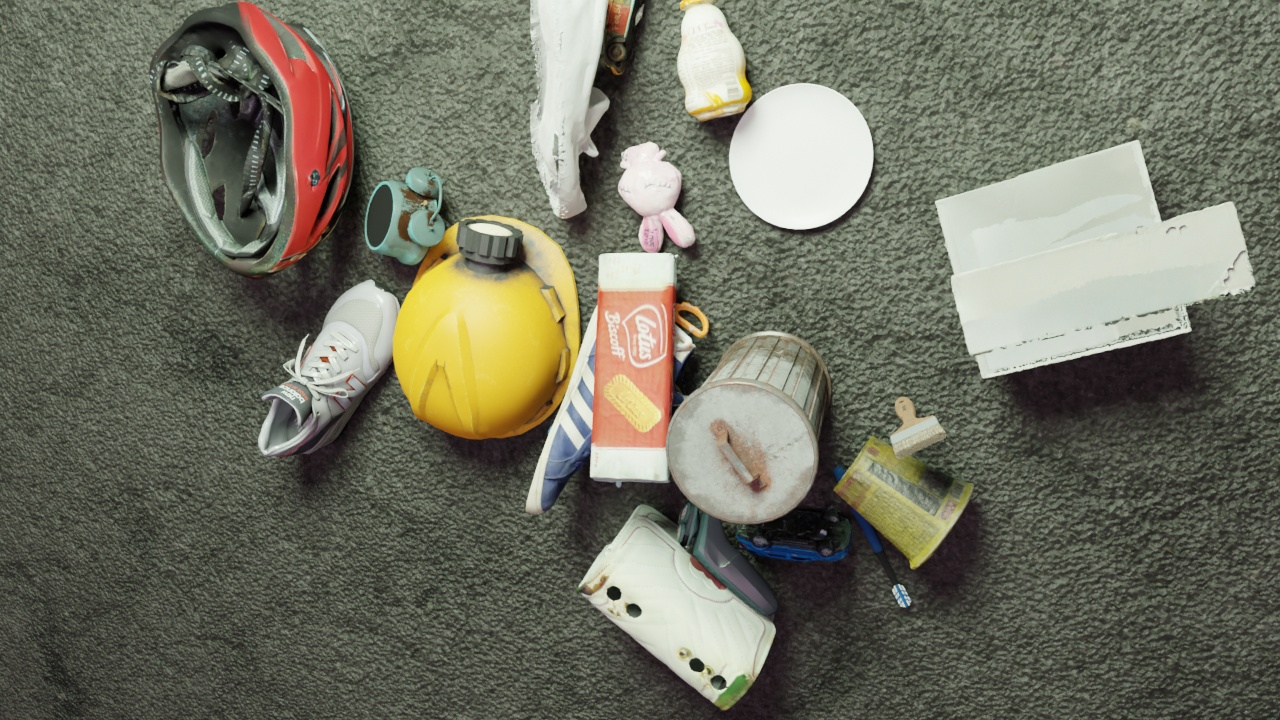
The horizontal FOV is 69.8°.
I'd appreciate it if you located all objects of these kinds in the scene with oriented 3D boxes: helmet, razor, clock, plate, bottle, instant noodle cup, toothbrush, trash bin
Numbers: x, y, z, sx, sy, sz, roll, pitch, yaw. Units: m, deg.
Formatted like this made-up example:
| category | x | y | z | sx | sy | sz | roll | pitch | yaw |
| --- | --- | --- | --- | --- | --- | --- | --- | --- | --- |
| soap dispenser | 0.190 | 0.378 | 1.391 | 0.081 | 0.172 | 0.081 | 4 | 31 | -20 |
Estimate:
| category | x | y | z | sx | sy | sz | roll | pitch | yaw |
| --- | --- | --- | --- | --- | --- | --- | --- | --- | --- |
| helmet | -0.178 | -0.016 | 0.964 | 0.205 | 0.131 | 0.256 | 17 | 111 | 11 |
| razor | 0.091 | 0.208 | 0.959 | 0.052 | 0.047 | 0.143 | -42 | 82 | -20 |
| clock | -0.243 | -0.152 | 0.959 | 0.125 | 0.053 | 0.090 | -27 | 64 | 46 |
| plate | 0.152 | -0.193 | 0.874 | 0.135 | 0.011 | 0.135 | 5 | 107 | 15 |
| bottle | 0.064 | -0.280 | 0.848 | 0.063 | 0.063 | 0.108 | -9 | 102 | 19 |
| helmet | -0.391 | -0.222 | 0.944 | 0.218 | 0.166 | 0.272 | 4 | 102 | 31 |
| instant noodle cup | 0.254 | 0.133 | 0.902 | 0.108 | 0.102 | 0.102 | 35 | 113 | 14 |
| toothbrush | 0.242 | 0.184 | 0.959 | 0.014 | 0.014 | 0.168 | -27 | 98 | 11 |
| trash bin | 0.108 | 0.056 | 0.854 | 0.131 | 0.210 | 0.131 | 5 | 107 | 15 |

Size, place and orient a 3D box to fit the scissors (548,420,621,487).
| category | x | y | z | sx | sy | sz | roll | pitch | yaw |
| --- | --- | --- | --- | --- | --- | --- | --- | --- | --- |
| scissors | -0.036 | 0.073 | 1.012 | 0.135 | 0.015 | 0.135 | 13 | 109 | 9 |

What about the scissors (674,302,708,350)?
| category | x | y | z | sx | sy | sz | roll | pitch | yaw |
| --- | --- | --- | --- | --- | --- | --- | --- | --- | --- |
| scissors | 0.008 | -0.056 | 0.937 | 0.130 | 0.070 | 0.013 | 36 | 141 | 13 |

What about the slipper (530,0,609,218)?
| category | x | y | z | sx | sy | sz | roll | pitch | yaw |
| --- | --- | --- | --- | --- | --- | --- | --- | --- | --- |
| slipper | -0.066 | -0.248 | 0.865 | 0.074 | 0.112 | 0.247 | -1 | 129 | -9 |

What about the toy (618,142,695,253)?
| category | x | y | z | sx | sy | sz | roll | pitch | yaw |
| --- | --- | --- | --- | --- | --- | --- | --- | --- | --- |
| toy | 0.013 | -0.160 | 0.908 | 0.064 | 0.047 | 0.110 | -14 | 105 | 29 |

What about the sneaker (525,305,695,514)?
| category | x | y | z | sx | sy | sz | roll | pitch | yaw |
| --- | --- | --- | --- | --- | --- | --- | --- | --- | --- |
| sneaker | -0.022 | 0.066 | 0.947 | 0.118 | 0.091 | 0.233 | 19 | 85 | 6 |

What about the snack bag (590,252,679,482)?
| category | x | y | z | sx | sy | sz | roll | pitch | yaw |
| --- | --- | --- | --- | --- | --- | --- | --- | --- | --- |
| snack bag | -0.005 | 0.005 | 0.887 | 0.077 | 0.041 | 0.225 | 1 | 83 | 9 |

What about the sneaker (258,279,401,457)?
| category | x | y | z | sx | sy | sz | roll | pitch | yaw |
| --- | --- | --- | --- | --- | --- | --- | --- | --- | --- |
| sneaker | -0.358 | 0.024 | 1.032 | 0.089 | 0.124 | 0.240 | 34 | 113 | 5 |

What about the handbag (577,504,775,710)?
| category | x | y | z | sx | sy | sz | roll | pitch | yaw |
| --- | --- | --- | --- | --- | --- | --- | --- | --- | --- |
| handbag | 0.041 | 0.257 | 0.974 | 0.198 | 0.141 | 0.096 | 40 | 111 | 1 |

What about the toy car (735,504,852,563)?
| category | x | y | z | sx | sy | sz | roll | pitch | yaw |
| --- | --- | --- | --- | --- | --- | --- | --- | --- | --- |
| toy car | 0.162 | 0.183 | 0.964 | 0.120 | 0.056 | 0.044 | 1 | 128 | 22 |

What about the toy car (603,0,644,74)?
| category | x | y | z | sx | sy | sz | roll | pitch | yaw |
| --- | --- | --- | --- | --- | --- | --- | --- | --- | --- |
| toy car | -0.022 | -0.330 | 0.866 | 0.047 | 0.047 | 0.112 | 18 | 110 | 9 |

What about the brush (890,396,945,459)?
| category | x | y | z | sx | sy | sz | roll | pitch | yaw |
| --- | --- | --- | --- | --- | --- | --- | --- | --- | --- |
| brush | 0.248 | 0.056 | 0.849 | 0.045 | 0.143 | 0.008 | -28 | 98 | 13 |

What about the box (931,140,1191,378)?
| category | x | y | z | sx | sy | sz | roll | pitch | yaw |
| --- | --- | --- | --- | --- | --- | --- | --- | --- | --- |
| box | 0.399 | -0.123 | 0.933 | 0.169 | 0.402 | 0.172 | -15 | 101 | 21 |
